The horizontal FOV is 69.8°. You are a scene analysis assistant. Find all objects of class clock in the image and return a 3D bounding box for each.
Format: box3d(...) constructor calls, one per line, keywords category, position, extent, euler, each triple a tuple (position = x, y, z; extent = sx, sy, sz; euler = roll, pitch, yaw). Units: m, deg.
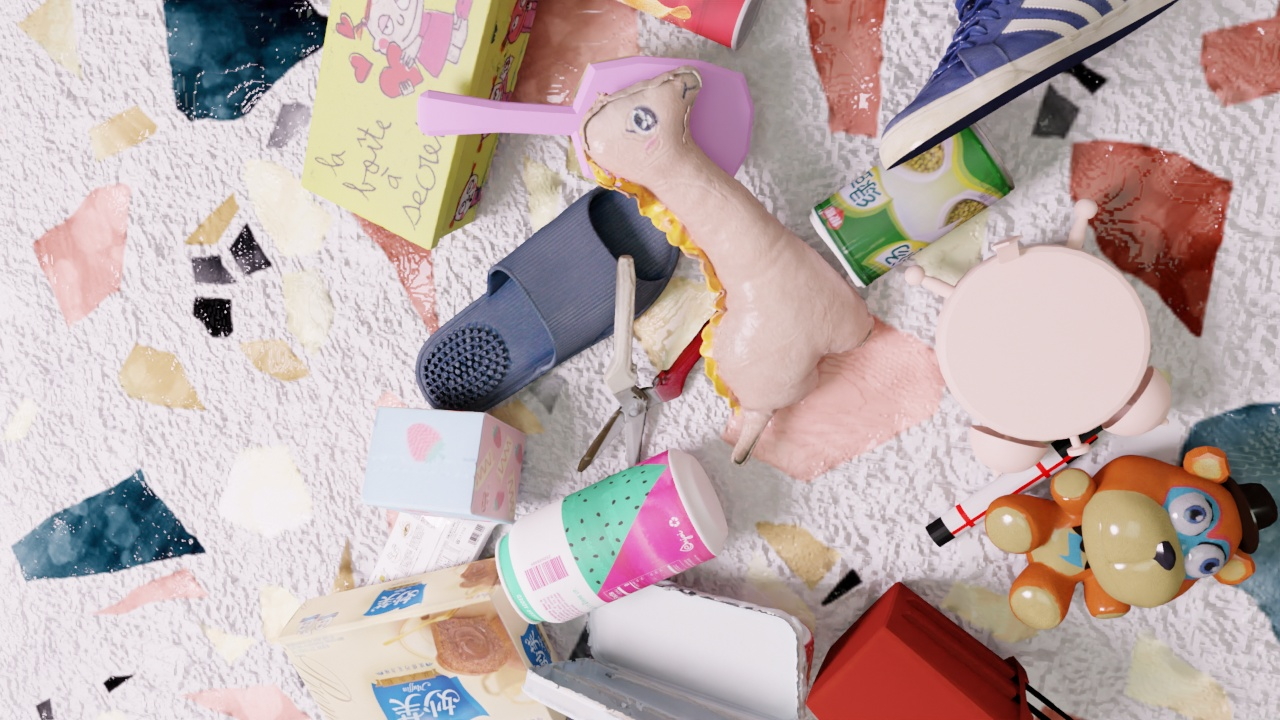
box3d(category="clock", position=(0.269, -0.010, 0.617), extent=(0.131, 0.086, 0.160), euler=(-21, 97, 17))

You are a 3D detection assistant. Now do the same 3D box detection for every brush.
box3d(category="brush", position=(-0.037, -0.168, 0.637), extent=(0.228, 0.043, 0.089), euler=(0, 114, -11))

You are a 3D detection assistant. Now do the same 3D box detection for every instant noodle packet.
box3d(category="instant noodle packet", position=(-0.183, 0.170, 0.796), extent=(0.087, 0.026, 0.134), euler=(28, 106, 8))

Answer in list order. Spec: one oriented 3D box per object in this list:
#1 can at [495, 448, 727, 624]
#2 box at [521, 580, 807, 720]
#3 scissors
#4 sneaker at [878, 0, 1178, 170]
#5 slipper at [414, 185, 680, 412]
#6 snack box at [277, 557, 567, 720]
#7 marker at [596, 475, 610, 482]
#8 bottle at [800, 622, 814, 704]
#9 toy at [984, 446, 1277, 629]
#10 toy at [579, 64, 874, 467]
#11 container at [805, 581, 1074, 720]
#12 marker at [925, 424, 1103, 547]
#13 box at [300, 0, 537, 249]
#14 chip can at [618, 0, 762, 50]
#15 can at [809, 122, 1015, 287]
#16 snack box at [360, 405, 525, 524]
box3d(category="can", position=(-0.022, 0.137, 0.707), extent=(0.166, 0.088, 0.088), euler=(-26, 93, 10))
box3d(category="box", position=(0.009, 0.240, 0.685), extent=(0.212, 0.105, 0.130), euler=(1, 95, 38))
box3d(category="scissors", position=(0.007, 0.001, 0.700), extent=(0.196, 0.015, 0.179), euler=(-33, 125, 1))
box3d(category="sneaker", position=(0.210, -0.219, 0.552), extent=(0.232, 0.091, 0.118), euler=(-30, 88, -16))
box3d(category="slipper", position=(-0.080, -0.036, 0.703), extent=(0.264, 0.082, 0.101), euler=(-37, 92, 18))
box3d(category="snack box", position=(-0.180, 0.260, 0.781), extent=(0.208, 0.055, 0.153), euler=(-15, 110, 16))
box3d(category="marker", position=(-0.077, 0.141, 0.769), extent=(0.147, 0.017, 0.017), euler=(-38, 89, 17))
box3d(category="bottle", position=(0.099, 0.274, 0.726), extent=(0.062, 0.061, 0.137), euler=(10, 102, 12))
box3d(category="toy", position=(0.332, 0.117, 0.627), extent=(0.176, 0.096, 0.112), euler=(-21, 97, 6))
box3d(category="toy", position=(0.045, -0.062, 0.638), extent=(0.264, 0.065, 0.196), euler=(37, 96, -20))
box3d(category="container", position=(0.230, 0.266, 0.646), extent=(0.201, 0.148, 0.127), euler=(42, 106, 13))
box3d(category="marker", position=(0.273, 0.089, 0.668), extent=(0.146, 0.019, 0.019), euler=(-39, 89, 18))
box3d(category="box", position=(-0.161, -0.206, 0.667), extent=(0.124, 0.082, 0.221), euler=(29, 118, 7))
box3d(category="chip can", position=(-0.019, -0.286, 0.654), extent=(0.215, 0.051, 0.052), euler=(26, 105, 8))
box3d(category="can", position=(0.183, -0.109, 0.628), extent=(0.121, 0.067, 0.067), euler=(-34, 91, 17))
box3d(category="snack box", position=(-0.153, 0.084, 0.726), extent=(0.093, 0.095, 0.079), euler=(3, 77, 14))
